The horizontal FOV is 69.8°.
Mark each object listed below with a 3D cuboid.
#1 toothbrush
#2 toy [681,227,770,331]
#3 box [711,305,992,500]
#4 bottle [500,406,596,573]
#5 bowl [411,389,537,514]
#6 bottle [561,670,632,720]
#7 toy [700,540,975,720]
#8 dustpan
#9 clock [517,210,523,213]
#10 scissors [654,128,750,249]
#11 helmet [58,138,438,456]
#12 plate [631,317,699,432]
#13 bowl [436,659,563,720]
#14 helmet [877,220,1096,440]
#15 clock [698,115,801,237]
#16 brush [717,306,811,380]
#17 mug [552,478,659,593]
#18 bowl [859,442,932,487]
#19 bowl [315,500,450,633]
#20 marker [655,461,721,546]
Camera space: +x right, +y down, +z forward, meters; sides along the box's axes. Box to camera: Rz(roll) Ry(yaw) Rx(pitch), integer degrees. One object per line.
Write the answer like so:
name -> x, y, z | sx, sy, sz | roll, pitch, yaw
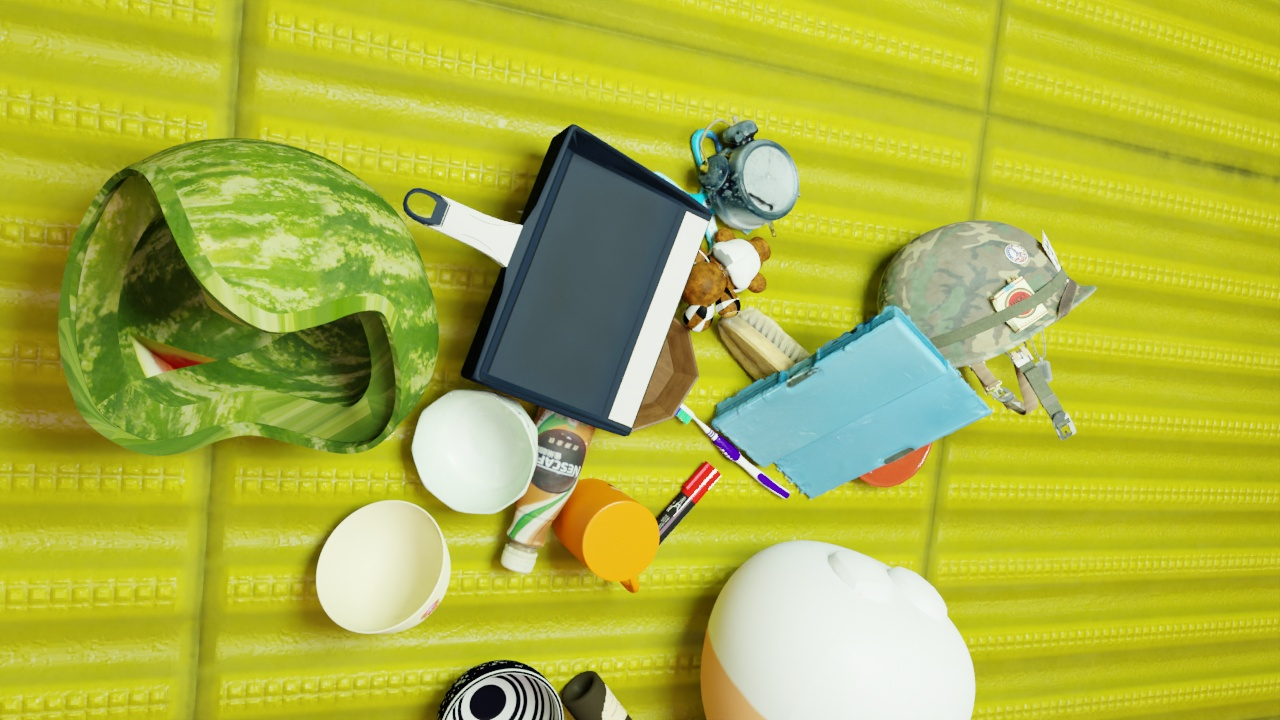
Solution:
toothbrush -> 0.097, 0.098, 0.986 | 0.186, 0.015, 0.016 | 40, 86, -22
toy -> 0.082, -0.088, 0.928 | 0.112, 0.067, 0.087 | -33, 87, -32
box -> 0.215, 0.056, 0.941 | 0.174, 0.033, 0.232 | 39, 126, -23
bottle -> -0.094, 0.122, 0.886 | 0.059, 0.059, 0.167 | 20, 89, -23
bowl -> -0.144, 0.077, 0.848 | 0.117, 0.061, 0.117 | 2, 102, 11
bottle -> -0.016, 0.405, 0.960 | 0.045, 0.045, 0.184 | -37, 109, -15
toy -> 0.187, 0.326, 0.921 | 0.262, 0.265, 0.281 | 21, 103, -21
dustpan -> -0.078, -0.082, 0.802 | 0.273, 0.080, 0.236 | 22, 86, -18
clock -> -0.050, -0.137, 0.880 | 0.120, 0.042, 0.091 | -28, 106, -17
scissors -> 0.069, -0.175, 0.943 | 0.137, 0.012, 0.127 | 28, 82, -23
helmet -> -0.277, -0.049, 0.696 | 0.214, 0.243, 0.246 | -38, 151, 26
plate -> -0.006, 0.006, 0.926 | 0.131, 0.025, 0.131 | -3, 98, -22
bowl -> -0.142, 0.343, 0.889 | 0.120, 0.066, 0.120 | -3, 98, -22
helmet -> 0.374, -0.035, 0.984 | 0.224, 0.192, 0.236 | -11, 87, 6
clock -> 0.106, -0.188, 0.927 | 0.129, 0.052, 0.090 | 41, 68, -23
brush -> 0.156, 0.010, 0.977 | 0.195, 0.059, 0.043 | 41, 67, -19
mug -> -0.030, 0.179, 0.899 | 0.077, 0.096, 0.112 | -26, 105, -18
bowl -> 0.275, 0.082, 1.047 | 0.121, 0.035, 0.122 | -3, 98, -22
bowl -> -0.220, 0.195, 0.829 | 0.118, 0.118, 0.074 | -43, 152, -13
marker -> 0.029, 0.167, 0.963 | 0.023, 0.021, 0.145 | 46, 79, -13
